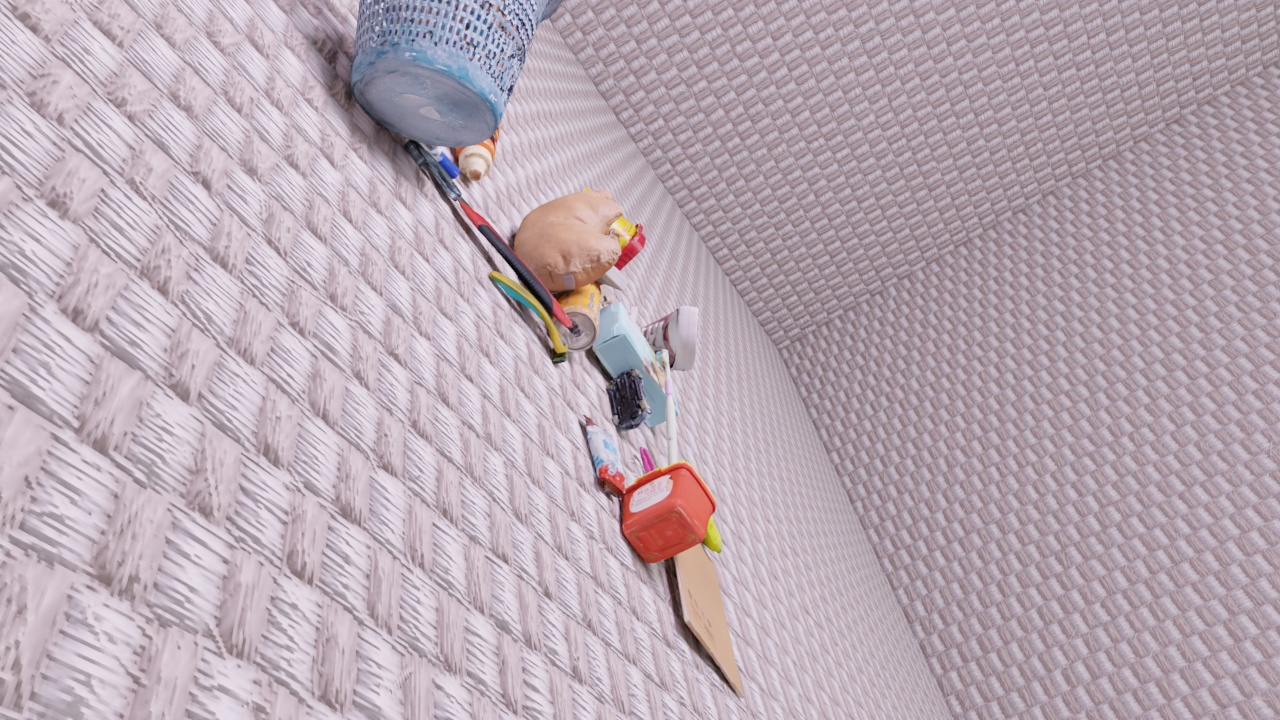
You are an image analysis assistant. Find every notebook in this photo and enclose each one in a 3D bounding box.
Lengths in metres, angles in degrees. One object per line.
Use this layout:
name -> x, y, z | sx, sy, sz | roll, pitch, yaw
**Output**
notebook -> 0.071, 0.267, 1.066 | 0.148, 0.008, 0.207 | 59, 11, -30

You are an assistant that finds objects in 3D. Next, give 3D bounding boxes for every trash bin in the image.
trash bin -> -0.203, -0.340, 0.948 | 0.226, 0.227, 0.194 | 39, 56, -57

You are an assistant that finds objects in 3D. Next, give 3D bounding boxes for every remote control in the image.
remote control -> -0.080, -0.133, 1.239 | 0.150, 0.021, 0.058 | 26, -10, 44

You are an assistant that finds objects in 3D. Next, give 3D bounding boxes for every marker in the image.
marker -> -0.255, -0.261, 1.036 | 0.146, 0.017, 0.016 | 49, 16, -39

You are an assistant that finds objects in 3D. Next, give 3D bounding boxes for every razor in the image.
razor -> -0.125, -0.054, 1.047 | 0.132, 0.028, 0.043 | 51, 18, -25

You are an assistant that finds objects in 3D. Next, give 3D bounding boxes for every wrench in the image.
wrench -> -0.168, -0.140, 1.039 | 0.273, 0.016, 0.056 | 49, 8, -16

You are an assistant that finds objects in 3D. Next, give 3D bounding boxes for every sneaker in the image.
sneaker -> 0.027, -0.027, 1.375 | 0.241, 0.088, 0.118 | 147, -54, -76

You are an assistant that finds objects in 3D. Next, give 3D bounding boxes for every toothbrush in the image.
toothbrush -> 0.037, 0.079, 1.215 | 0.029, 0.020, 0.189 | 108, -22, -75

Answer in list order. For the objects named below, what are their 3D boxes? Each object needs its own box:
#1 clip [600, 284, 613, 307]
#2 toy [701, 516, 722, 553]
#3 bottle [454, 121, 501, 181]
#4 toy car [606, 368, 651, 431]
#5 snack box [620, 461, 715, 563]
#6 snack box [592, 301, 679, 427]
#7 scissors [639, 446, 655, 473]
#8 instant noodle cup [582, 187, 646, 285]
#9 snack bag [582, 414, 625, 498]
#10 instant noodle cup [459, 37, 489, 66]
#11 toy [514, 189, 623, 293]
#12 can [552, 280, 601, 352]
clip -> -0.039, -0.060, 1.360 | 0.102, 0.035, 0.095 | -118, -175, -59
toy -> 0.074, 0.202, 1.177 | 0.096, 0.031, 0.100 | 57, -3, 20
bottle -> -0.210, -0.278, 1.166 | 0.067, 0.067, 0.149 | 47, 24, -43
toy car -> -0.013, 0.052, 1.176 | 0.031, 0.049, 0.105 | 48, 17, -34
snack box -> 0.027, 0.164, 0.981 | 0.082, 0.091, 0.080 | 55, 20, -17
snack box -> -0.007, 0.007, 1.259 | 0.175, 0.052, 0.074 | 56, 16, -37
scissors -> 0.021, 0.161, 1.128 | 0.135, 0.017, 0.108 | -91, 156, -63
instant noodle cup -> -0.069, -0.194, 1.417 | 0.123, 0.116, 0.116 | 45, 15, -11
snack bag -> -0.039, 0.103, 1.005 | 0.045, 0.026, 0.105 | 37, 22, -38
instant noodle cup -> -0.239, -0.352, 1.124 | 0.111, 0.099, 0.111 | 56, 13, -21
toy -> -0.092, -0.171, 1.185 | 0.225, 0.143, 0.083 | -87, 173, -51
can -> -0.080, -0.063, 1.162 | 0.058, 0.058, 0.145 | 54, 13, -21
